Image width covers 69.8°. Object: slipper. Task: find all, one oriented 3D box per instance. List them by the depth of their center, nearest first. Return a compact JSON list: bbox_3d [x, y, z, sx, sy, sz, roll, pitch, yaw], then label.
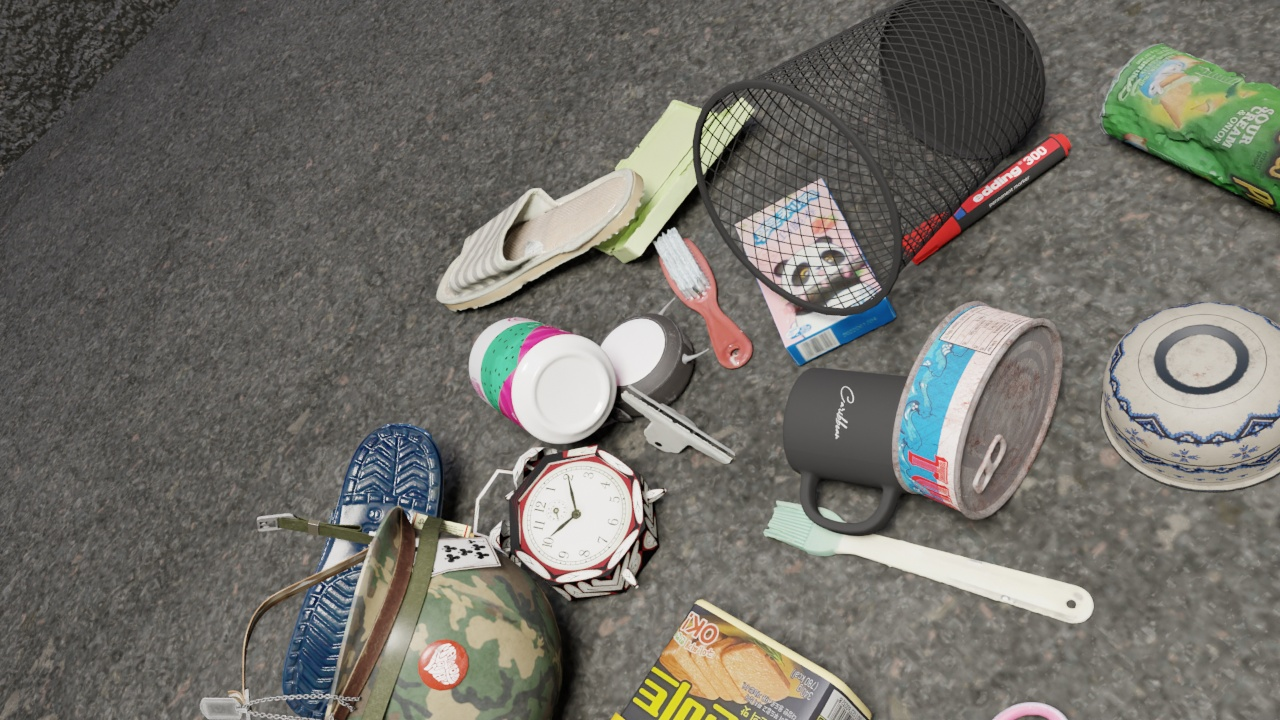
[{"bbox_3d":[-0.227,0.181,0.795,0.095,0.105,0.252,150,135,-74],"label":"slipper"},{"bbox_3d":[-0.111,-0.126,0.929,0.273,0.054,0.114,-21,38,32],"label":"slipper"}]

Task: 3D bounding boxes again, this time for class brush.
[{"bbox_3d":[0.182,0.132,0.608,0.218,0.012,0.033,11,66,37],"label":"brush"},{"bbox_3d":[0.052,-0.059,0.814,0.041,0.030,0.172,-34,47,9],"label":"brush"}]

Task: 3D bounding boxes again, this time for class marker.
[{"bbox_3d":[0.271,-0.129,0.721,0.145,0.023,0.021,-36,9,7],"label":"marker"}]

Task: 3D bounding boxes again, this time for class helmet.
[{"bbox_3d":[-0.174,0.201,0.638,0.236,0.225,0.192,-2,44,9],"label":"helmet"}]

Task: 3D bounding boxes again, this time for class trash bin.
[{"bbox_3d":[0.178,-0.167,0.683,0.209,0.184,0.184,-39,43,-24],"label":"trash bin"}]

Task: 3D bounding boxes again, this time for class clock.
[{"bbox_3d":[-0.061,0.128,0.731,0.155,0.065,0.114,8,64,20],"label":"clock"},{"bbox_3d":[-0.005,0.005,0.797,0.123,0.044,0.091,-36,47,7],"label":"clock"}]

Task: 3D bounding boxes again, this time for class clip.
[{"bbox_3d":[0.028,0.050,0.741,0.040,0.101,0.054,-57,4,-16],"label":"clip"}]

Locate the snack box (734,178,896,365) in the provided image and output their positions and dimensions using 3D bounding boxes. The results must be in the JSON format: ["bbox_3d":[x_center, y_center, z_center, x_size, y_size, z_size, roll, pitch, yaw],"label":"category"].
[{"bbox_3d":[0.142,-0.077,0.764,0.088,0.033,0.154,-28,48,14],"label":"snack box"}]

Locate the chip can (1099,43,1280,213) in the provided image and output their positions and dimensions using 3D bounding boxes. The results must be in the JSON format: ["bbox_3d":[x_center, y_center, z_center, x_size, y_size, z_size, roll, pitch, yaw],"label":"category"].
[{"bbox_3d":[0.413,-0.141,0.600,0.075,0.075,0.223,-42,46,1],"label":"chip can"}]

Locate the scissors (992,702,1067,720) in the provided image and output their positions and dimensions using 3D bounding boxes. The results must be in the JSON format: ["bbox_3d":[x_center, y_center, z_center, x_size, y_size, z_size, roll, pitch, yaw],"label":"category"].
[{"bbox_3d":[0.199,0.276,0.494,0.170,0.014,0.168,-48,46,-5],"label":"scissors"}]

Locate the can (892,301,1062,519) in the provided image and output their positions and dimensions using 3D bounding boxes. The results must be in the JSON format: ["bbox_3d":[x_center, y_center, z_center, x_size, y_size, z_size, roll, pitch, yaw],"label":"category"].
[{"bbox_3d":[0.212,0.031,0.574,0.044,0.130,0.129,23,74,41],"label":"can"}]

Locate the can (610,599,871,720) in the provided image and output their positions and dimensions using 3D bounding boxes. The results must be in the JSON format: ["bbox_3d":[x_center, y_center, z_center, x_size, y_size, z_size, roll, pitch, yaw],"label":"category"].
[{"bbox_3d":[0.062,0.226,0.572,0.131,0.072,0.101,19,66,46],"label":"can"}]

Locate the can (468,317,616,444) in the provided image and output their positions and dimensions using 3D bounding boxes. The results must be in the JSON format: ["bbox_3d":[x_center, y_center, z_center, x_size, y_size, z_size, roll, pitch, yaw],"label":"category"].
[{"bbox_3d":[-0.089,0.013,0.789,0.088,0.088,0.166,-53,25,-9],"label":"can"}]

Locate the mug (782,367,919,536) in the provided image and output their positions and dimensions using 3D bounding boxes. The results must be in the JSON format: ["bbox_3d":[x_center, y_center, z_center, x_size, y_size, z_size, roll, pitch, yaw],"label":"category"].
[{"bbox_3d":[0.150,0.064,0.633,0.088,0.078,0.113,6,74,36],"label":"mug"}]

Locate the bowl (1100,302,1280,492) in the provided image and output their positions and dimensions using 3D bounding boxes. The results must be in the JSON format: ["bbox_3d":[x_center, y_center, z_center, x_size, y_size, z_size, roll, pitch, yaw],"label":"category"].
[{"bbox_3d":[0.338,0.014,0.551,0.116,0.059,0.115,-17,52,23],"label":"bowl"}]

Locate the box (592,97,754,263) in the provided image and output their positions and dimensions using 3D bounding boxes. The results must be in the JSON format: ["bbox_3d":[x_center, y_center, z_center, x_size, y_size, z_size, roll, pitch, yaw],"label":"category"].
[{"bbox_3d":[0.023,-0.180,0.911,0.187,0.048,0.141,-53,35,-10],"label":"box"}]
